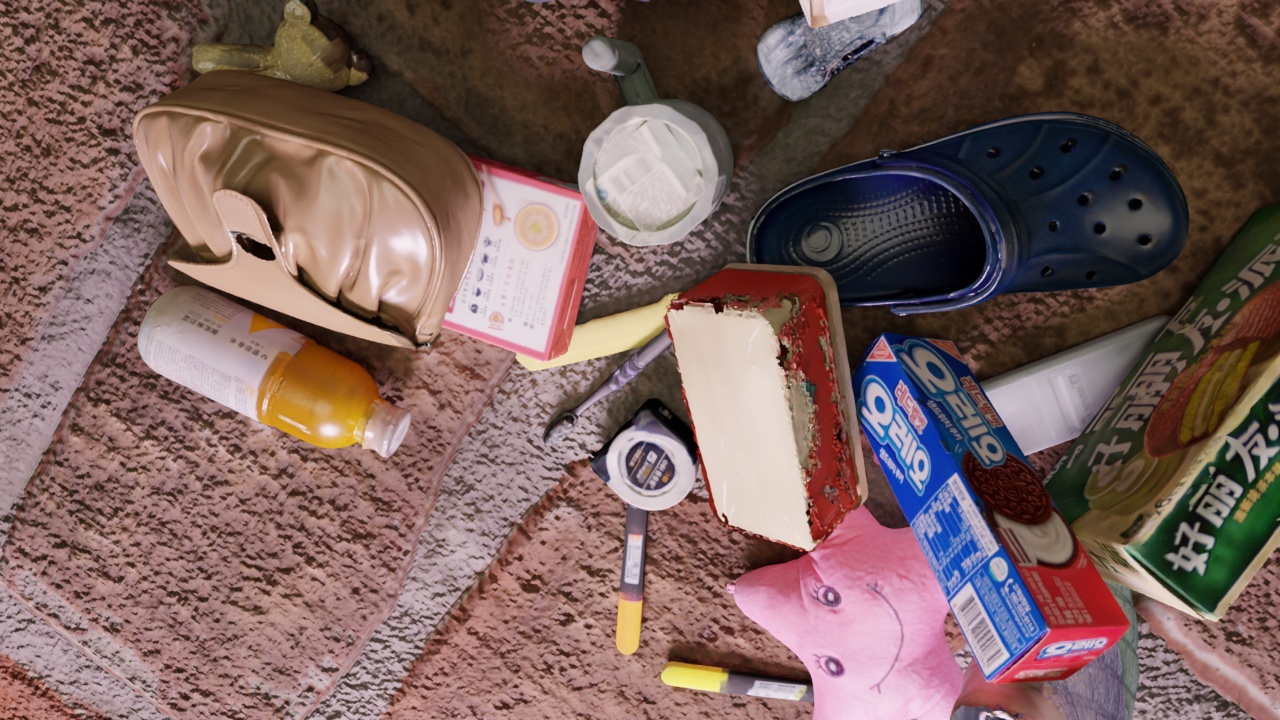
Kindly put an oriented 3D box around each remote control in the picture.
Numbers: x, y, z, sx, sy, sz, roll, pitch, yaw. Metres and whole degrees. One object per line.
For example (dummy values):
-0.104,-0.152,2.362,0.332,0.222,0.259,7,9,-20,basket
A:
0.280,0.019,0.584,0.136,0.020,0.056,-23,101,14,remote control

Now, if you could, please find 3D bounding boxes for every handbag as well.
0.244,0.197,0.548,0.076,0.193,0.134,-5,111,36,handbag
-0.201,-0.084,0.548,0.204,0.099,0.148,17,132,13,handbag

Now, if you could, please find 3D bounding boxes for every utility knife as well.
-0.016,-0.021,0.625,0.152,0.018,0.031,-14,98,11,utility knife

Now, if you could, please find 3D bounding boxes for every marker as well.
0.078,0.239,0.682,0.124,0.015,0.018,6,107,5,marker
-0.006,0.157,0.673,0.018,0.015,0.124,5,103,6,marker

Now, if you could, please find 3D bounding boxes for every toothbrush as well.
-0.004,0.004,0.620,0.189,0.016,0.014,-40,104,23,toothbrush

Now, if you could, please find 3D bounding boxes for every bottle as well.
-0.254,0.012,0.645,0.189,0.068,0.068,25,107,2,bottle

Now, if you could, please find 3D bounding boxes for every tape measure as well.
0.008,0.069,0.636,0.066,0.033,0.066,45,109,-2,tape measure

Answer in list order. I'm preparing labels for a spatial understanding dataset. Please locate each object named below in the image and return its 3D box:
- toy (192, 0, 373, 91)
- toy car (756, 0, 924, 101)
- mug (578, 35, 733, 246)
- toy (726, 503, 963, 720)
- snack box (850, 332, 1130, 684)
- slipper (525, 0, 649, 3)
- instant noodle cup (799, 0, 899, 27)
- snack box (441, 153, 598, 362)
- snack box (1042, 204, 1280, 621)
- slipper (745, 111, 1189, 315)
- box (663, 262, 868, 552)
-0.248,-0.169,0.605,0.157,0.066,0.105,-33,127,20,toy
0.119,-0.199,0.546,0.106,0.031,0.049,-34,98,15,toy car
0.003,-0.132,0.546,0.084,0.103,0.124,-22,101,14,mug
0.142,0.180,0.620,0.179,0.074,0.194,5,95,28,toy
0.183,0.073,0.519,0.058,0.207,0.057,4,134,-21,snack box
-0.056,-0.260,0.531,0.268,0.110,0.083,30,124,6,slipper
0.111,-0.254,0.482,0.117,0.116,0.124,-14,94,13,instant noodle cup
-0.099,-0.073,0.606,0.127,0.044,0.113,19,107,11,snack box
0.324,0.018,0.494,0.063,0.114,0.240,39,90,-2,snack box
0.185,-0.082,0.537,0.253,0.095,0.105,-5,107,14,slipper
0.076,0.032,0.560,0.091,0.079,0.168,9,124,42,box
